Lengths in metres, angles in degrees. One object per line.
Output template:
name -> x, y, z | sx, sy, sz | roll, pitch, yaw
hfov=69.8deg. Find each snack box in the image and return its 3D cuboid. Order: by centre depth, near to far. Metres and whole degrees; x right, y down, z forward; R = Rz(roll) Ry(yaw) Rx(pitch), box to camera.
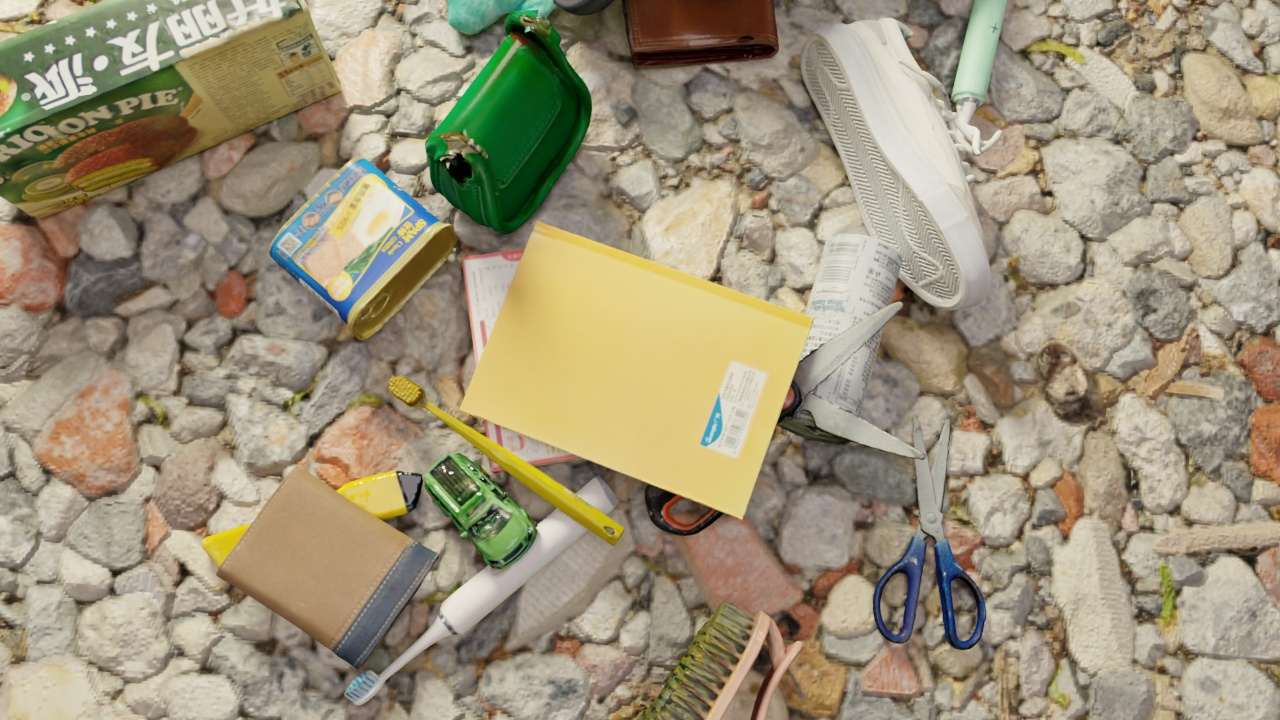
snack box -> -0.335, -0.186, 0.625 | 0.240, 0.114, 0.063 | -27, 84, -9
snack box -> -0.079, -0.002, 0.658 | 0.077, 0.027, 0.155 | -8, 81, -7

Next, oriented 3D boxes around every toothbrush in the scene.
toothbrush -> -0.092, 0.067, 0.622 | 0.190, 0.017, 0.015 | 34, 80, 2
toothbrush -> -0.107, 0.158, 0.627 | 0.220, 0.027, 0.026 | -38, 123, -10
toothbrush -> 0.268, -0.235, 0.733 | 0.027, 0.026, 0.224 | 21, 77, -24

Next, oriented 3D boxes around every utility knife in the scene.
utility knife -> -0.223, 0.108, 0.631 | 0.153, 0.015, 0.033 | -17, 77, -7

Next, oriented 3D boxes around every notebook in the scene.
notebook -> -0.004, 0.004, 0.623 | 0.206, 0.010, 0.145 | 20, 84, 8

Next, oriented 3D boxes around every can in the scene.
can -> -0.195, -0.080, 0.648 | 0.083, 0.057, 0.102 | 40, 78, 5
can -> 0.144, -0.016, 0.665 | 0.058, 0.058, 0.146 | 18, 79, -2

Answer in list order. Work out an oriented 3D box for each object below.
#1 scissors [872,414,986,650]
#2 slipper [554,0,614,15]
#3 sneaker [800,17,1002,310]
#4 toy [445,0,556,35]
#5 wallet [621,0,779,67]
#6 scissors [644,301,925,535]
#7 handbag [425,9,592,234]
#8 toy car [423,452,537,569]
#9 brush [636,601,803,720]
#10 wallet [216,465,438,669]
scissors -> 0.220, 0.128, 0.670 | 0.140, 0.012, 0.171 | 36, 77, 4
slipper -> -0.024, -0.381, 0.708 | 0.083, 0.111, 0.268 | 9, 72, -40
sneaker -> 0.211, -0.152, 0.687 | 0.090, 0.090, 0.242 | -19, 76, -13
toy -> -0.106, -0.275, 0.706 | 0.092, 0.030, 0.096 | -12, 87, -5
wallet -> 0.045, -0.285, 0.721 | 0.124, 0.032, 0.101 | -6, 78, -7
scissors -> 0.077, 0.029, 0.632 | 0.234, 0.021, 0.221 | 36, 97, 23
handbag -> -0.092, -0.163, 0.640 | 0.068, 0.120, 0.131 | 31, 80, 7
toy car -> -0.110, 0.101, 0.624 | 0.091, 0.036, 0.043 | 40, 76, 23
brush -> 0.048, 0.233, 0.609 | 0.073, 0.063, 0.145 | 34, 77, 6
wallet -> -0.206, 0.137, 0.607 | 0.115, 0.033, 0.090 | 35, 84, -7
